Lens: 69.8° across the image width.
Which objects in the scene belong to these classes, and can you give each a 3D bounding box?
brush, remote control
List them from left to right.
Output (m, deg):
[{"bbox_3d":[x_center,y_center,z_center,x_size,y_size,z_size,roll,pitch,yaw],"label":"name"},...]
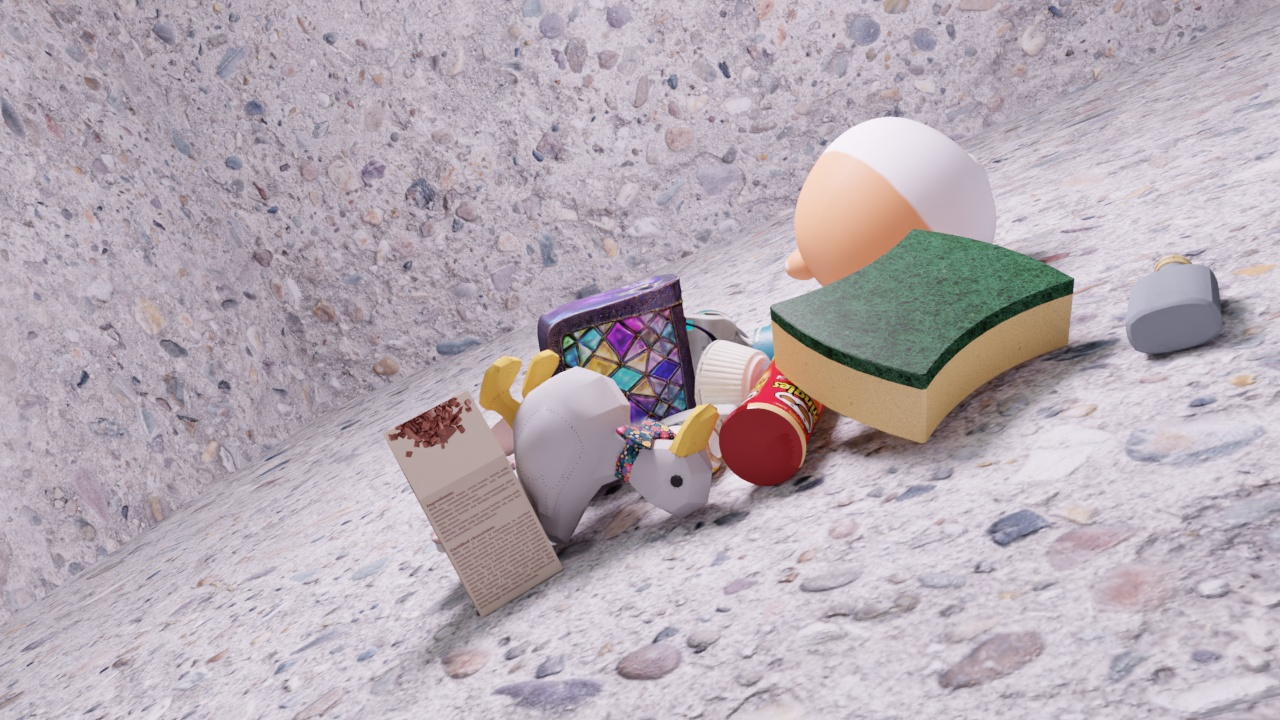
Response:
[{"bbox_3d":[0.070,0.085,1.070,0.114,0.060,0.028,-16,23,26],"label":"remote control"},{"bbox_3d":[0.279,-0.036,0.920,0.249,0.075,0.195,-28,36,-25],"label":"brush"}]

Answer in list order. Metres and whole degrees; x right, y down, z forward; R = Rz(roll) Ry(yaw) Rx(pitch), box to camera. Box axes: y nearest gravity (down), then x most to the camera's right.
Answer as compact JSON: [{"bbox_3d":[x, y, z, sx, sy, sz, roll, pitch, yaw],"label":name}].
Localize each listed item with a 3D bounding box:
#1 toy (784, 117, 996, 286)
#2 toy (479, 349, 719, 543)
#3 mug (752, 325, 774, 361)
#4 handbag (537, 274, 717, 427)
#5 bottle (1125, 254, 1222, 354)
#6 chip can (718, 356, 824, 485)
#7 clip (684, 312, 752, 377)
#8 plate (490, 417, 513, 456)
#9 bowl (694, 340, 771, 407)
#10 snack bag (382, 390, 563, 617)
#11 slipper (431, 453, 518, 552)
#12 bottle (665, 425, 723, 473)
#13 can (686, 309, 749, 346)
[{"bbox_3d":[0.344,-0.189,1.279,0.281,0.266,0.263,-43,44,0],"label":"toy"},{"bbox_3d":[-0.050,0.095,0.977,0.140,0.267,0.247,-12,-45,-58],"label":"toy"},{"bbox_3d":[0.213,-0.009,1.184,0.104,0.084,0.112,-13,-14,26],"label":"mug"},{"bbox_3d":[-0.007,0.007,1.148,0.222,0.205,0.125,-12,11,-11],"label":"handbag"},{"bbox_3d":[0.492,-0.058,0.847,0.072,0.046,0.160,-17,13,35],"label":"bottle"},{"bbox_3d":[0.154,0.050,0.985,0.087,0.087,0.212,-19,11,27],"label":"chip can"},{"bbox_3d":[0.118,-0.004,1.268,0.147,0.125,0.081,-2,15,-7],"label":"clip"},{"bbox_3d":[-0.175,0.135,1.249,0.188,0.027,0.189,-46,-21,-24],"label":"plate"},{"bbox_3d":[0.120,0.033,1.102,0.063,0.115,0.115,1,24,34],"label":"bowl"},{"bbox_3d":[-0.173,0.143,0.943,0.094,0.206,0.070,-28,11,-17],"label":"snack bag"},{"bbox_3d":[-0.159,0.147,1.103,0.114,0.054,0.273,-19,9,26],"label":"slipper"},{"bbox_3d":[0.037,0.106,1.032,0.109,0.063,0.063,-19,12,27],"label":"bottle"},{"bbox_3d":[0.109,-0.018,1.367,0.099,0.099,0.144,-25,11,3],"label":"can"}]
